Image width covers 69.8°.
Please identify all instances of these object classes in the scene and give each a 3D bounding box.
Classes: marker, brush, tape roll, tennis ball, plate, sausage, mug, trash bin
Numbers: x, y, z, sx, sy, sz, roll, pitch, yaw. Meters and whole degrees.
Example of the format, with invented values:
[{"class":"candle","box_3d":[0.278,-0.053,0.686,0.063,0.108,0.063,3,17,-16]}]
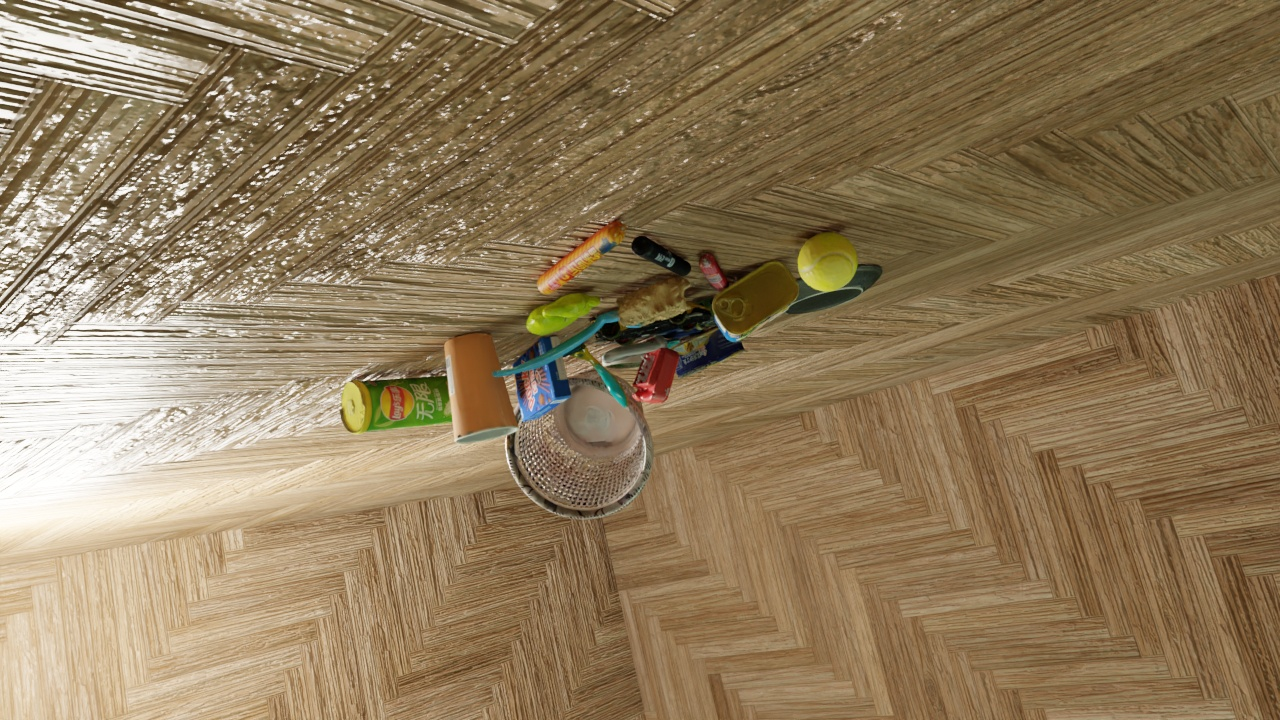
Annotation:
[{"class":"marker","box_3d":[0.022,-0.105,0.936,0.022,0.020,0.132,14,-179,21]},{"class":"brush","box_3d":[-0.056,-0.032,1.072,0.255,0.046,0.083,-25,176,4]},{"class":"tape roll","box_3d":[-0.017,0.002,1.442,0.086,0.014,0.086,-4,173,-1]},{"class":"tennis ball","box_3d":[0.207,-0.109,1.015,0.065,0.065,0.065,-13,170,-2]},{"class":"plate","box_3d":[0.253,-0.092,1.283,0.179,0.024,0.179,-13,170,-2]},{"class":"sausage","box_3d":[-0.059,-0.096,0.874,0.021,0.021,0.166,-6,167,-34]},{"class":"mug","box_3d":[-0.198,0.033,1.112,0.078,0.122,0.078,-13,170,-3]},{"class":"trash bin","box_3d":[-0.080,0.112,1.458,0.228,0.227,0.191,-15,-169,12]},{"class":"sausage","box_3d":[0.084,-0.098,1.048,0.020,0.020,0.156,-15,170,10]}]

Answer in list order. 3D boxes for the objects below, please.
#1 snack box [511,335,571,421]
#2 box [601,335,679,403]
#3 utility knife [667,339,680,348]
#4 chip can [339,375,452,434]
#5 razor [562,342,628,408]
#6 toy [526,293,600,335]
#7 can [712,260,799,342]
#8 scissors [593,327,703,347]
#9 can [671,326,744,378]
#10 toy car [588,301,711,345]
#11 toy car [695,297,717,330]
[{"class":"snack box","box_3d":[-0.139,0.028,1.266,0.026,0.084,0.157,-8,169,-25]},{"class":"box","box_3d":[-0.010,0.005,1.287,0.098,0.095,0.201,17,176,-5]},{"class":"utility knife","box_3d":[0.035,-0.021,1.377,0.029,0.013,0.164,-11,177,-10]},{"class":"chip can","box_3d":[-0.295,0.056,1.261,0.220,0.072,0.073,-3,166,-43]},{"class":"razor","box_3d":[-0.058,0.020,1.305,0.043,0.028,0.132,-23,123,33]},{"class":"toy","box_3d":[-0.092,-0.053,1.035,0.100,0.031,0.096,-21,175,29]},{"class":"can","box_3d":[0.138,-0.069,1.118,0.102,0.057,0.083,-33,171,0]},{"class":"scissors","box_3d":[0.018,-0.036,1.327,0.171,0.012,0.141,-15,170,22]},{"class":"can","box_3d":[0.099,-0.014,1.401,0.074,0.049,0.148,-20,176,-31]},{"class":"toy car","box_3d":[0.013,-0.051,1.150,0.156,0.041,0.071,-11,171,15]},{"class":"toy car","box_3d":[0.105,-0.063,1.216,0.091,0.036,0.043,-2,164,-44]}]
